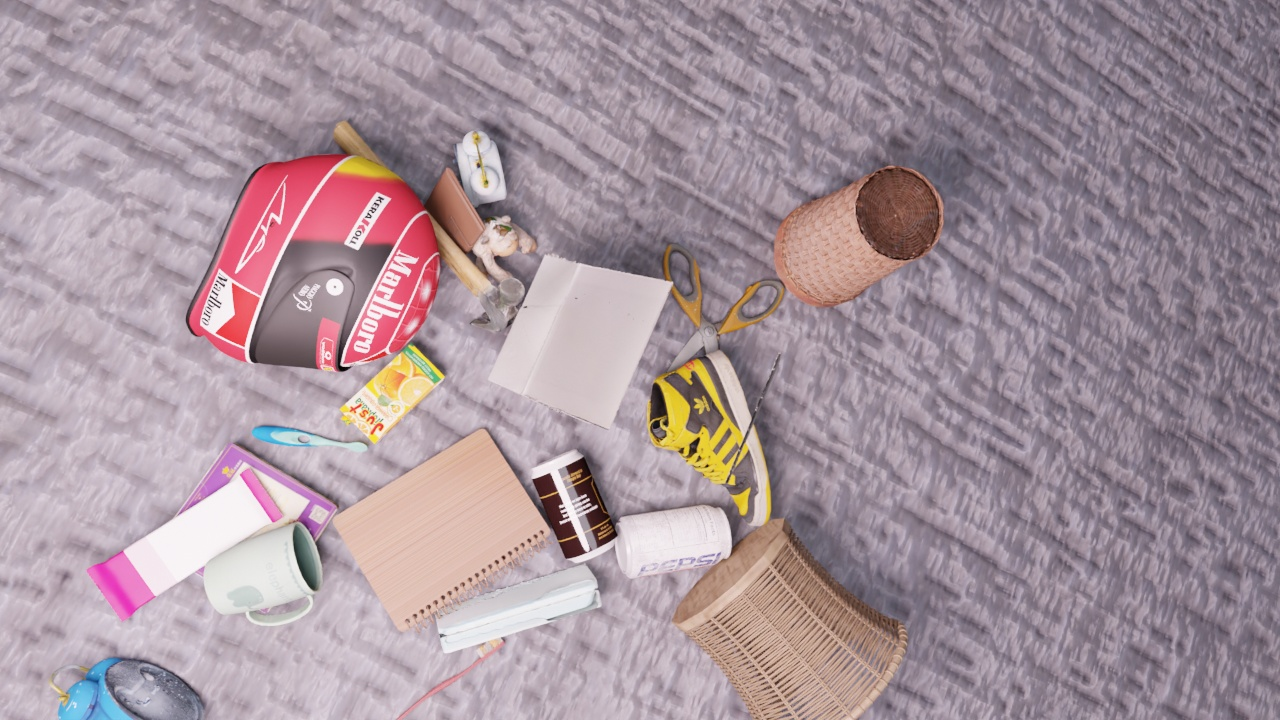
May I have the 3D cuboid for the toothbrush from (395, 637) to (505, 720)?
[{"bbox_3d":[-0.244,0.395,1.112,0.184,0.015,0.015,-36,90,-14],"label":"toothbrush"}]

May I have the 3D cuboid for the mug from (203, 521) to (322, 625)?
[{"bbox_3d":[-0.412,0.246,1.015,0.104,0.084,0.111,-19,117,-5],"label":"mug"}]

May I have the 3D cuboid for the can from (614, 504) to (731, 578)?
[{"bbox_3d":[0.041,0.229,1.170,0.136,0.078,0.078,-6,85,-15],"label":"can"}]

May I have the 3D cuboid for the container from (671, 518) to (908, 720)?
[{"bbox_3d":[0.174,0.329,1.124,0.226,0.227,0.196,-42,88,-15],"label":"container"}]

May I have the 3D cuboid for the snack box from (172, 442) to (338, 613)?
[{"bbox_3d":[-0.455,0.193,1.068,0.148,0.041,0.143,34,77,-8],"label":"snack box"}]

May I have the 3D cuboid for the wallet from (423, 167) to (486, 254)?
[{"bbox_3d":[-0.230,-0.175,1.128,0.013,0.121,0.087,-32,91,-30],"label":"wallet"}]

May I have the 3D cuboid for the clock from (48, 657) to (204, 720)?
[{"bbox_3d":[-0.553,0.371,0.987,0.161,0.117,0.060,37,88,-7],"label":"clock"}]

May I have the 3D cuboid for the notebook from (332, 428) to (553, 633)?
[{"bbox_3d":[-0.235,0.207,1.112,0.210,0.022,0.169,-32,82,-19],"label":"notebook"}]

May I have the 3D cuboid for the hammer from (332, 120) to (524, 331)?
[{"bbox_3d":[-0.267,-0.167,1.133,0.033,0.132,0.330,-39,83,-27],"label":"hammer"}]

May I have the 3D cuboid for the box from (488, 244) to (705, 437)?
[{"bbox_3d":[-0.068,-0.027,0.994,0.149,0.413,0.166,24,85,-7],"label":"box"}]

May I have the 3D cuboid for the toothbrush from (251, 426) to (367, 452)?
[{"bbox_3d":[-0.398,0.096,1.108,0.135,0.017,0.022,10,81,-10],"label":"toothbrush"}]

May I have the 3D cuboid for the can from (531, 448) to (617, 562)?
[{"bbox_3d":[-0.083,0.182,1.147,0.071,0.072,0.128,-23,89,-16],"label":"can"}]

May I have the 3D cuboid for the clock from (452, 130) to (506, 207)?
[{"bbox_3d":[-0.202,-0.237,1.144,0.057,0.118,0.083,-12,86,-9],"label":"clock"}]

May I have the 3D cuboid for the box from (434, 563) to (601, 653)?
[{"bbox_3d":[-0.148,0.306,1.117,0.198,0.085,0.071,-13,115,-14],"label":"box"}]

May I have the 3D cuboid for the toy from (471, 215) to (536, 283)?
[{"bbox_3d":[-0.172,-0.149,1.151,0.074,0.106,0.085,28,68,11],"label":"toy"}]

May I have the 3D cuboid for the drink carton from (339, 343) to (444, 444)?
[{"bbox_3d":[-0.305,0.044,1.123,0.058,0.041,0.122,46,76,-5],"label":"drink carton"}]

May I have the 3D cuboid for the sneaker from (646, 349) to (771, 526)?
[{"bbox_3d":[0.085,0.115,1.191,0.122,0.086,0.238,-17,91,-12],"label":"sneaker"}]

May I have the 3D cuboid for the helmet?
[{"bbox_3d":[-0.348,-0.096,1.043,0.224,0.197,0.271,27,96,-5],"label":"helmet"}]

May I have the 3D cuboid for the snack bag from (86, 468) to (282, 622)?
[{"bbox_3d":[-0.505,0.203,1.023,0.196,0.016,0.070,-34,95,-14],"label":"snack bag"}]

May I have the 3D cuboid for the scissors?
[{"bbox_3d":[0.106,-0.059,1.253,0.225,0.016,0.225,-13,87,-15],"label":"scissors"}]

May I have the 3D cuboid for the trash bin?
[{"bbox_3d":[0.283,-0.161,1.209,0.151,0.210,0.151,2,83,-13],"label":"trash bin"}]
